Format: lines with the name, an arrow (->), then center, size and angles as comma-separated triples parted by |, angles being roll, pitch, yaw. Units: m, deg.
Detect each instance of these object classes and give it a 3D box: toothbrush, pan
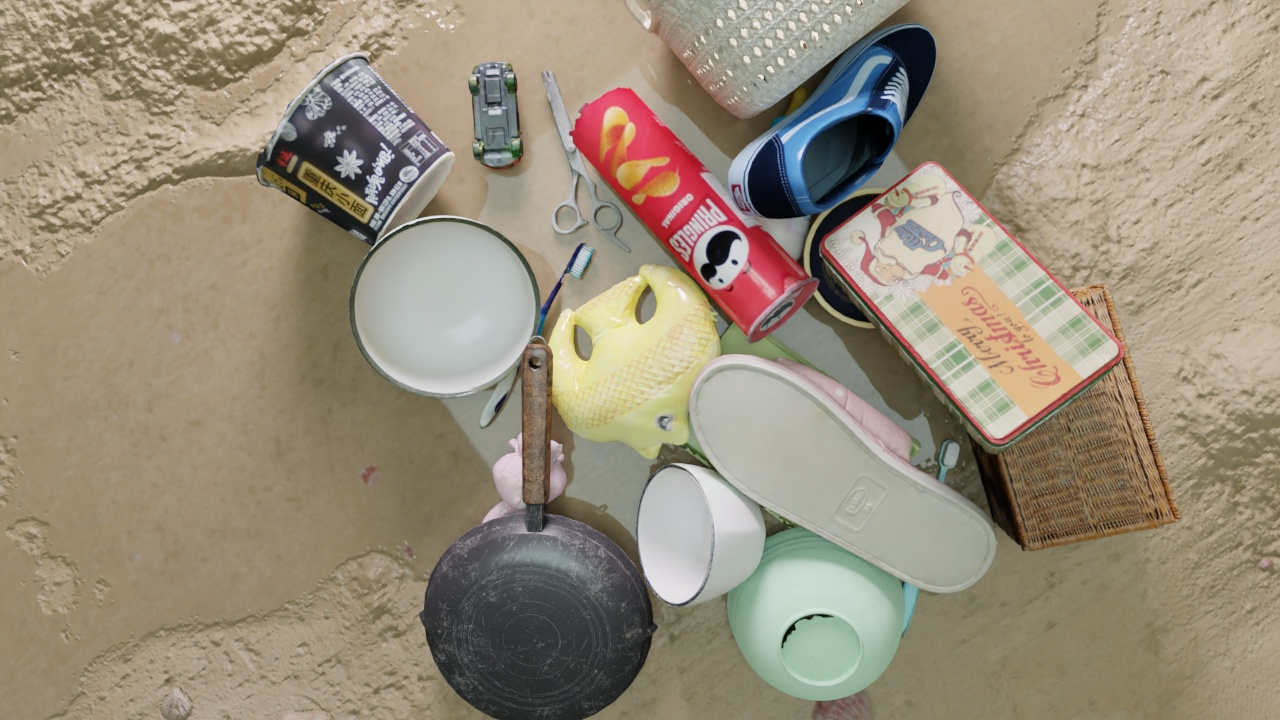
toothbrush -> -0.093, -0.020, 0.810 | 0.017, 0.016, 0.189 | 31, 93, 6
pan -> -0.089, 0.156, 0.769 | 0.208, 0.040, 0.357 | 2, 105, 3
toothbrush -> 0.245, 0.156, 0.791 | 0.016, 0.016, 0.180 | 15, 94, 2

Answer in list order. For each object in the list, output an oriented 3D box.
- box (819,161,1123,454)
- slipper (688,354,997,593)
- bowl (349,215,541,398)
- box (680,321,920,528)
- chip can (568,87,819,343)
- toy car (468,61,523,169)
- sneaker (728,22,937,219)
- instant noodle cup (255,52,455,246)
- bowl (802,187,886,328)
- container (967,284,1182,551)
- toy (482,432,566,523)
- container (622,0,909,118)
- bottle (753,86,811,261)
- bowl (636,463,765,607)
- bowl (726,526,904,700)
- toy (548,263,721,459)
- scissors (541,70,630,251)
box -> 0.236, -0.042, 0.673 | 0.118, 0.050, 0.205 | -37, 68, 6
slipper -> 0.159, 0.087, 0.731 | 0.274, 0.054, 0.114 | 35, 111, -1
bowl -> -0.165, -0.051, 0.772 | 0.153, 0.073, 0.153 | -6, 111, -15
box -> 0.123, 0.062, 0.783 | 0.187, 0.043, 0.141 | 35, 115, 3
chip can -> 0.039, -0.122, 0.744 | 0.073, 0.073, 0.233 | -42, 75, 4
toy car -> -0.125, -0.212, 0.796 | 0.042, 0.036, 0.091 | -4, 91, 4
sneaker -> 0.180, -0.183, 0.707 | 0.240, 0.098, 0.083 | -43, 123, -24
instant noodle cup -> -0.228, -0.166, 0.763 | 0.112, 0.137, 0.137 | 39, 94, -6
bowl -> 0.190, -0.083, 0.765 | 0.112, 0.061, 0.112 | 0, 92, 4
container -> 0.327, 0.046, 0.733 | 0.113, 0.113, 0.198 | -16, 89, 9
toy -> -0.100, 0.114, 0.800 | 0.063, 0.047, 0.110 | 20, 101, 7
container -> 0.123, -0.303, 0.710 | 0.246, 0.184, 0.143 | -36, 99, 5
bottle -> 0.124, -0.157, 0.773 | 0.051, 0.051, 0.146 | 9, 92, 4
bowl -> 0.053, 0.143, 0.760 | 0.065, 0.116, 0.116 | 3, 92, -31
bowl -> 0.146, 0.219, 0.758 | 0.151, 0.077, 0.151 | 2, 103, 7
toy -> -0.005, 0.004, 0.769 | 0.171, 0.064, 0.154 | -28, 72, 23
scissors -> -0.048, -0.174, 0.804 | 0.095, 0.014, 0.170 | 5, 95, 6
